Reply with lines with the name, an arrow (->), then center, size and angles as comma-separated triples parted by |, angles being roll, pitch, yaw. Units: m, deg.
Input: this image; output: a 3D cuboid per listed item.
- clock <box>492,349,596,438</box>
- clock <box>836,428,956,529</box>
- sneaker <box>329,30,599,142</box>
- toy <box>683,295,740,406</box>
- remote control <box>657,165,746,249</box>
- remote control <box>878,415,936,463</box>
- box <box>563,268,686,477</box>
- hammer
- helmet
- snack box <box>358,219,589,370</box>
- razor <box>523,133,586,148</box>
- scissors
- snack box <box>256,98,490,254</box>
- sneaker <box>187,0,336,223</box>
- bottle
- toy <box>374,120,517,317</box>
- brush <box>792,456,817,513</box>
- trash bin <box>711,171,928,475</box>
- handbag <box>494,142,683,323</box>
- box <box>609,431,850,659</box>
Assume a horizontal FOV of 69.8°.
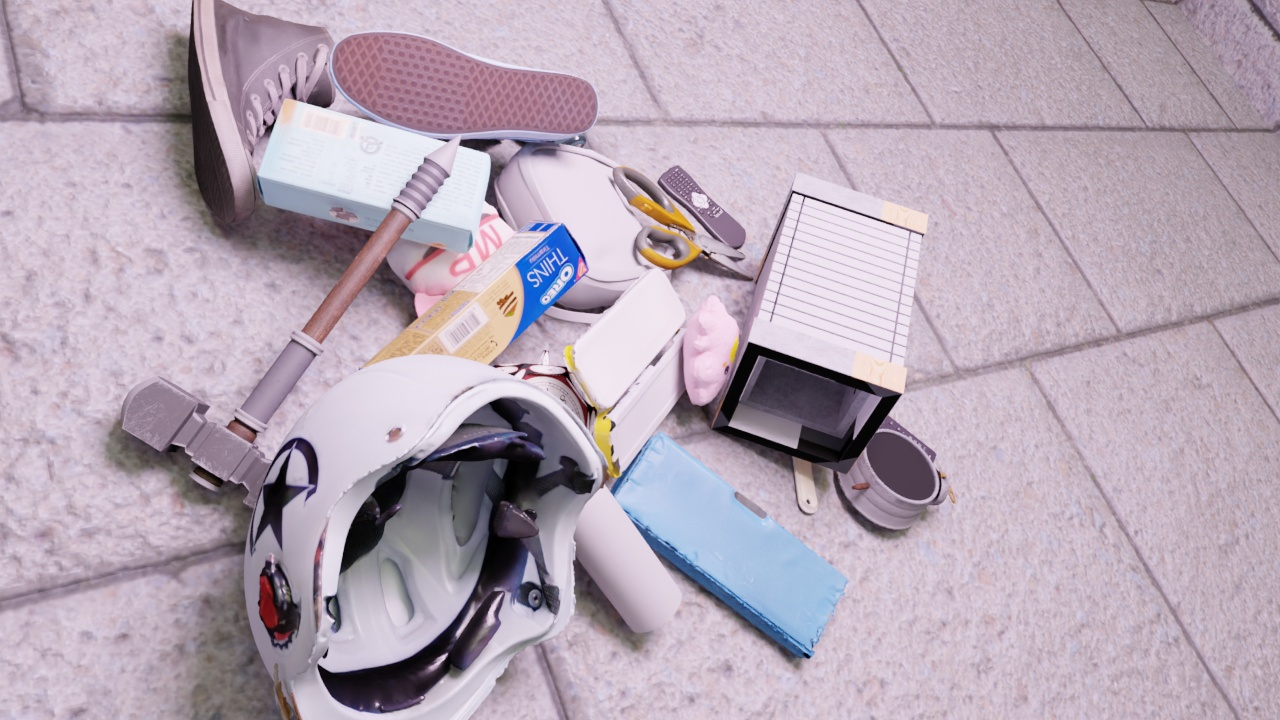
clock -> -0.093, 0.076, 0.774 | 0.114, 0.065, 0.155 | -24, 104, -39
clock -> 0.271, 0.126, 0.961 | 0.147, 0.056, 0.103 | 16, 45, -16
sneaker -> -0.165, -0.240, 0.846 | 0.241, 0.098, 0.083 | 3, 97, -26
toy -> 0.068, -0.017, 0.877 | 0.050, 0.093, 0.102 | 11, 44, 15
remote control -> 0.075, -0.178, 1.069 | 0.124, 0.009, 0.046 | 44, 49, 1
remote control -> 0.269, 0.075, 1.020 | 0.136, 0.015, 0.032 | 38, 49, -1
box -> -0.002, 0.004, 0.828 | 0.209, 0.039, 0.130 | -48, 126, -55
hammer -> -0.228, -0.044, 0.691 | 0.156, 0.043, 0.321 | 34, 77, -7
helmet -> -0.162, 0.120, 0.620 | 0.164, 0.264, 0.236 | 22, 6, 36
snack box -> -0.135, -0.036, 0.775 | 0.206, 0.056, 0.057 | -45, 123, -24
razor -> -0.125, -0.263, 0.986 | 0.143, 0.047, 0.052 | 34, 74, -4
scissors -> 0.055, -0.120, 0.970 | 0.225, 0.016, 0.161 | 30, 38, -37
snack box -> -0.216, -0.149, 0.754 | 0.174, 0.053, 0.074 | 13, 68, -10
sneaker -> -0.329, -0.219, 0.808 | 0.119, 0.095, 0.234 | 1, 54, -30
bottle -> -0.039, 0.129, 0.734 | 0.195, 0.053, 0.052 | 56, 47, -17
toy -> -0.196, -0.135, 0.834 | 0.213, 0.084, 0.141 | 48, 51, 6
brush -> 0.164, 0.059, 0.970 | 0.033, 0.012, 0.217 | 13, 56, -25
trash bin -> 0.184, -0.042, 0.933 | 0.142, 0.143, 0.246 | 19, 52, 3
handbag -> -0.031, -0.127, 0.949 | 0.222, 0.096, 0.215 | -10, 68, -48
box -> 0.080, 0.165, 0.830 | 0.231, 0.049, 0.092 | 39, 50, -4
